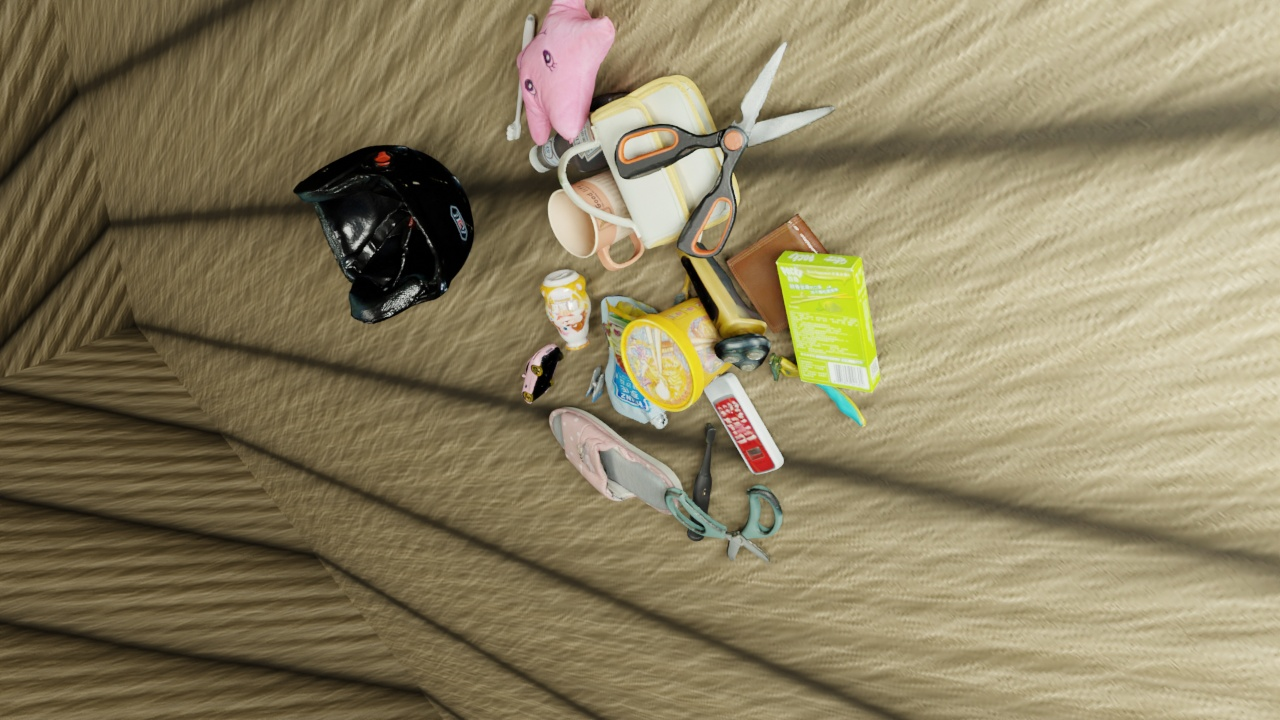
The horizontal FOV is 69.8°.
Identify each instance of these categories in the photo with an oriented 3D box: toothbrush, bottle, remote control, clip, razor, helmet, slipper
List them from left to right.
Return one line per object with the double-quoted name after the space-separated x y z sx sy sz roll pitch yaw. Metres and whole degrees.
-0.357 -0.201 1.344 0.275 0.229 0.234 13 134 33 "helmet"
-0.152 -0.356 1.167 0.016 0.016 0.181 41 141 19 "toothbrush"
-0.099 -0.069 1.274 0.063 0.063 0.108 14 126 44 "bottle"
-0.070 -0.267 1.113 0.195 0.043 0.080 -4 105 52 "bottle"
-0.064 0.034 1.341 0.036 0.025 0.058 36 134 17 "clip"
-0.049 0.155 1.385 0.274 0.054 0.114 29 135 34 "slipper"
0.060 -0.131 1.079 0.016 0.018 0.192 36 139 25 "toothbrush"
0.086 0.169 1.263 0.027 0.026 0.213 -112 20 -49 "toothbrush"
0.088 -0.065 1.030 0.167 0.067 0.062 62 158 21 "razor"
0.128 0.080 1.151 0.056 0.020 0.136 -26 95 55 "remote control"
0.200 0.034 1.025 0.132 0.028 0.043 35 162 33 "razor"

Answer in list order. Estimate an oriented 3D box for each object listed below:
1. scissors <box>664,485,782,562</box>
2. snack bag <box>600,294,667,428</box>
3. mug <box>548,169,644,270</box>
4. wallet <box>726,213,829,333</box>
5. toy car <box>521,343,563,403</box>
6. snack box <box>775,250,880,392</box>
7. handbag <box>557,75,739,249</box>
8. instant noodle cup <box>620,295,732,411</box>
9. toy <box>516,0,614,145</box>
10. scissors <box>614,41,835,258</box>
0.117 0.204 1.233 0.171 0.019 0.170 35 136 8 "scissors"
-0.007 0.007 1.246 0.110 0.038 0.191 19 131 27 "snack bag"
-0.036 -0.166 1.091 0.082 0.105 0.114 -21 99 54 "mug"
0.159 -0.091 0.984 0.101 0.032 0.125 56 145 -2 "wallet"
-0.155 0.018 1.410 0.037 0.056 0.123 42 142 15 "toy car"
0.195 -0.039 0.948 0.086 0.026 0.156 9 133 35 "snack box"
0.000 -0.201 0.987 0.179 0.063 0.163 -21 100 18 "handbag"
0.056 -0.017 1.084 0.118 0.114 0.119 29 135 33 "instant noodle cup"
-0.086 -0.329 1.041 0.195 0.074 0.178 -36 61 51 "toy"
0.079 -0.203 0.917 0.221 0.021 0.228 5 110 16 "scissors"
